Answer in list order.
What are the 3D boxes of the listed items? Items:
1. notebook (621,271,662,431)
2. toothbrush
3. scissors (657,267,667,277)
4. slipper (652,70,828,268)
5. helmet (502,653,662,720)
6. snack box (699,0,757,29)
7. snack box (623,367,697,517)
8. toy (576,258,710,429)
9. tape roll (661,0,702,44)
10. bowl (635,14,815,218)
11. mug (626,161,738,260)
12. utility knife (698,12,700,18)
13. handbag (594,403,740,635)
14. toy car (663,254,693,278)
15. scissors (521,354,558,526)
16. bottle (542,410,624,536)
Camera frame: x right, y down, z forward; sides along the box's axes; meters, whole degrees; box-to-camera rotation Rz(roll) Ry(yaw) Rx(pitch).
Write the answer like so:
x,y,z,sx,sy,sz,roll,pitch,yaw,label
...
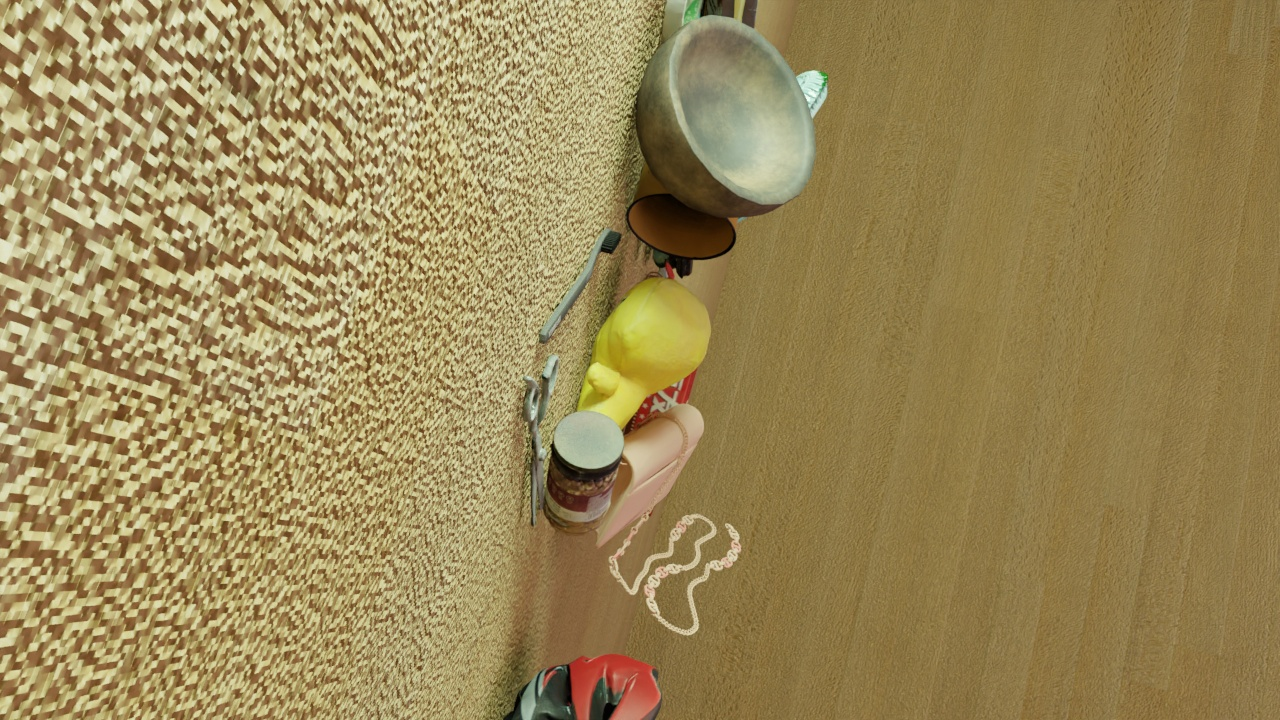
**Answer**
x,y,z,sx,sy,sz,roll,pitch,yaw,label
-0.015,0.011,1.028,0.209,0.022,0.169,-65,168,-57,notebook
-0.044,-0.059,0.680,0.166,0.013,0.013,-63,166,-53,toothbrush
0.032,-0.129,1.164,0.170,0.013,0.175,-69,170,-66,scissors
0.120,-0.199,1.017,0.276,0.069,0.116,-49,-164,7,slipper
-0.056,0.378,0.846,0.272,0.167,0.217,85,20,-70,helmet
0.080,-0.325,0.851,0.186,0.031,0.100,92,-8,-45,snack box
0.022,0.058,1.092,0.113,0.060,0.236,-29,134,-82,snack box
-0.005,0.005,0.831,0.207,0.092,0.134,-53,169,-14,toy
0.039,-0.312,0.794,0.094,0.018,0.094,16,88,-83,tape roll
0.063,-0.191,0.751,0.070,0.162,0.161,-20,-135,50,bowl
0.051,-0.154,0.852,0.124,0.101,0.094,54,46,-55,mug
0.065,-0.349,0.946,0.022,0.015,0.148,179,-72,-74,utility knife
0.046,0.142,0.932,0.117,0.187,0.198,-56,165,29,handbag
0.036,-0.132,0.959,0.040,0.037,0.092,89,-16,-61,toy car
-0.077,0.064,0.658,0.120,0.014,0.160,-51,151,-77,scissors
-0.048,0.093,0.744,0.105,0.056,0.056,104,5,-49,bottle
